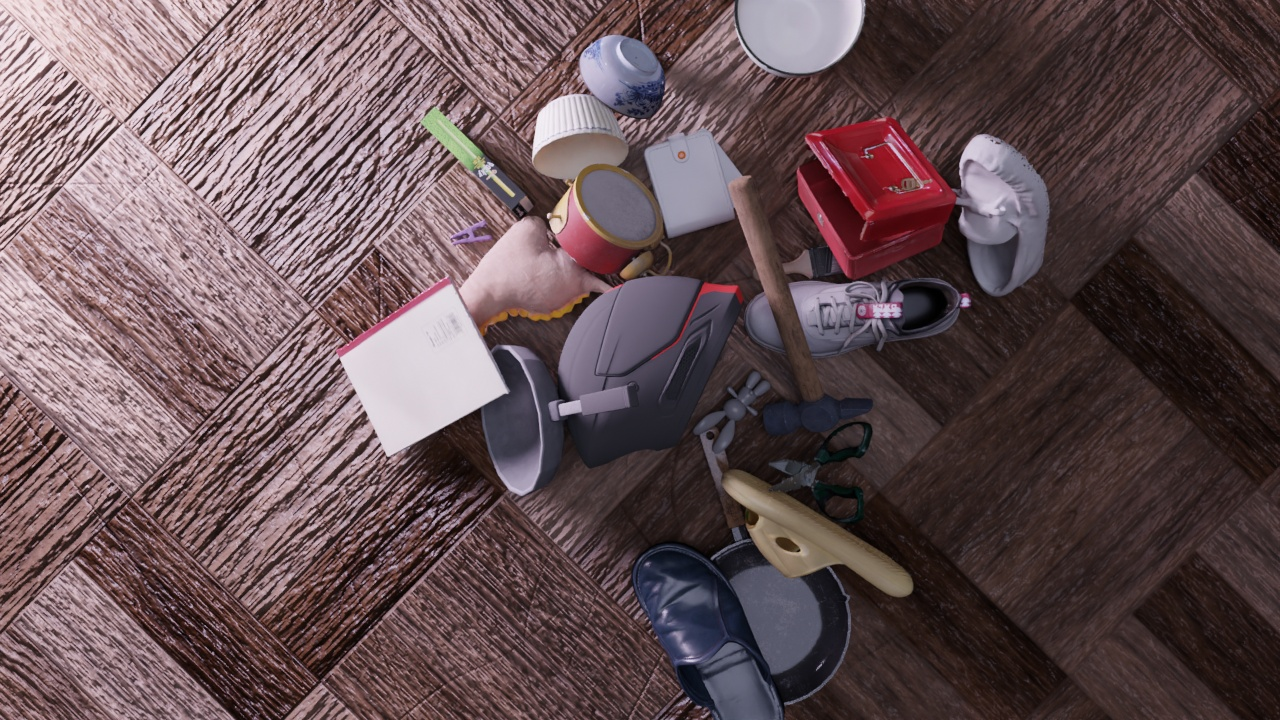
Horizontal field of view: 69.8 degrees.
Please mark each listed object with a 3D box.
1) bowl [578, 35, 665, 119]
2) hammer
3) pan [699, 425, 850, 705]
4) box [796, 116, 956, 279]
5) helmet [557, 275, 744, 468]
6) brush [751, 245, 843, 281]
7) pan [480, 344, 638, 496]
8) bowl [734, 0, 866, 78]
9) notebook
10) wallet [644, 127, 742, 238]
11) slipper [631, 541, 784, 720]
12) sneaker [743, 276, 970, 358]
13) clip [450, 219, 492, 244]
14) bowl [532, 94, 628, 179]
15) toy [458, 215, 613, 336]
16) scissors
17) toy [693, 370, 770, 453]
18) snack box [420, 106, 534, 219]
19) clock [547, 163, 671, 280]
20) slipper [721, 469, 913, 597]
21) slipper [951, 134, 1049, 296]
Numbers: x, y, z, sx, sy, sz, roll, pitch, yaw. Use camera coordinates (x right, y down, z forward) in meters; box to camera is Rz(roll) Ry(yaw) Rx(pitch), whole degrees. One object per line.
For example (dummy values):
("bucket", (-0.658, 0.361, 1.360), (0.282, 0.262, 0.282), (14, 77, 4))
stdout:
("bowl", (-0.012, -0.345, 1.085), (0.114, 0.045, 0.114), (17, 53, -25))
("hammer", (0.165, -0.058, 1.049), (0.129, 0.040, 0.322), (-11, 114, 28))
("pan", (0.132, 0.245, 1.135), (0.207, 0.040, 0.356), (-16, 84, 1))
("box", (0.269, -0.190, 1.071), (0.134, 0.113, 0.157), (-16, 56, -9))
("helmet", (-0.006, 0.006, 1.066), (0.170, 0.164, 0.265), (25, 99, 5))
("brush", (0.212, -0.120, 1.137), (0.151, 0.012, 0.039), (-10, 92, 1))
("pan", (-0.091, 0.056, 1.001), (0.041, 0.358, 0.178), (-8, 87, -31))
("bowl", (0.186, -0.409, 1.101), (0.153, 0.073, 0.153), (0, 91, 1))
("notebook", (-0.265, 0.011, 1.096), (0.209, 0.012, 0.153), (-27, 89, 29))
("wallet", (0.073, -0.223, 1.125), (0.115, 0.037, 0.118), (-16, 94, 1))
("slipper", (0.082, 0.334, 1.072), (0.109, 0.083, 0.265), (-30, 84, 2))
("sneaker", (0.255, -0.055, 1.081), (0.263, 0.128, 0.096), (-5, 89, 4))
("clip", (-0.207, -0.152, 1.142), (0.052, 0.014, 0.042), (-42, 93, -2))
("bowl", (-0.076, -0.270, 1.094), (0.115, 0.115, 0.062), (-10, 76, 1))
("toy", (-0.176, -0.047, 1.119), (0.196, 0.065, 0.264), (39, 93, 5))
("scissors", (0.218, 0.115, 1.085), (0.209, 0.015, 0.142), (22, 82, -42))
("toy", (0.116, 0.060, 1.126), (0.049, 0.030, 0.111), (43, 75, 0))
("snack box", (-0.194, -0.235, 1.106), (0.147, 0.080, 0.025), (44, 91, 0))
("clock", (-0.031, -0.153, 1.094), (0.159, 0.081, 0.116), (33, 47, -15))
("slipper", (0.194, 0.217, 1.074), (0.261, 0.111, 0.079), (30, 98, -4))
("slipper", (0.401, -0.159, 1.036), (0.112, 0.247, 0.074), (26, 73, 35))
